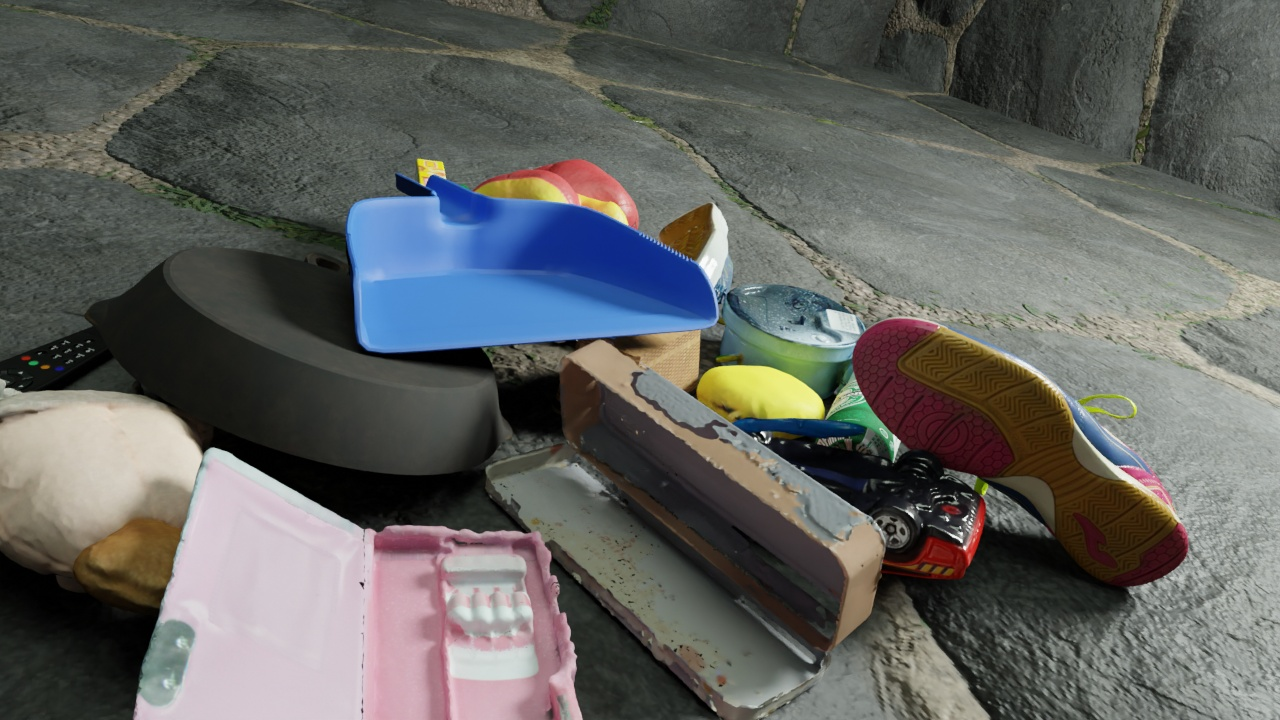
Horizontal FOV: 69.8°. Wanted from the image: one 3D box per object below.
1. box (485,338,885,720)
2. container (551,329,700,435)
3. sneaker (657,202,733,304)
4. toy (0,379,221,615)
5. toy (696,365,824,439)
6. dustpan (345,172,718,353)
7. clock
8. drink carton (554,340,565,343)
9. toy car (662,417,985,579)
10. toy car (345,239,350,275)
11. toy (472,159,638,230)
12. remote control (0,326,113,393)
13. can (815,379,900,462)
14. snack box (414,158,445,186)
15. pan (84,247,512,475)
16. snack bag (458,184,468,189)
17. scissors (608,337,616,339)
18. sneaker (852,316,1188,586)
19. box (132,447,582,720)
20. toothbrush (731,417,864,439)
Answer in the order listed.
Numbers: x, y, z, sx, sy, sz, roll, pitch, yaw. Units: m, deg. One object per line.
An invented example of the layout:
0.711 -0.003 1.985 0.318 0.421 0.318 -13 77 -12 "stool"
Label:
0.020 0.073 0.487 0.094 0.107 0.216 2 26 -48 "box"
-0.004 0.004 0.651 0.063 0.061 0.113 25 28 25 "container"
0.052 -0.075 0.820 0.088 0.079 0.235 -25 17 19 "sneaker"
-0.239 0.064 0.412 0.132 0.076 0.176 7 20 -47 "toy"
0.087 0.028 0.665 0.095 0.041 0.094 22 22 29 "toy"
-0.115 -0.081 0.641 0.245 0.059 0.258 -6 22 -34 "dustpan"
0.137 -0.013 0.751 0.162 0.060 0.117 12 26 -2 "clock"
-0.032 -0.042 0.773 0.069 0.039 0.122 14 32 0 "drink carton"
0.105 0.081 0.551 0.189 0.056 0.081 12 23 24 "toy car"
-0.213 -0.082 0.755 0.036 0.042 0.092 -14 36 -38 "toy car"
-0.077 -0.126 0.818 0.148 0.099 0.215 1 15 15 "toy"
-0.359 0.008 0.544 0.039 0.010 0.124 16 26 7 "remote control"
0.155 0.049 0.639 0.053 0.053 0.100 20 27 15 "can"
-0.186 -0.119 0.805 0.025 0.075 0.152 5 27 -18 "snack box"
-0.203 -0.031 0.600 0.248 0.043 0.356 19 13 -24 "pan"
-0.174 -0.157 0.941 0.087 0.044 0.155 14 16 -25 "snack bag"
-0.071 -0.032 0.618 0.132 0.015 0.110 0 17 -8 "scissors"
0.235 0.048 0.586 0.242 0.117 0.090 38 34 -7 "sneaker"
-0.099 0.135 0.348 0.179 0.059 0.232 20 21 -24 "box"
0.071 0.041 0.559 0.132 0.016 0.021 -2 -7 -2 "toothbrush"
